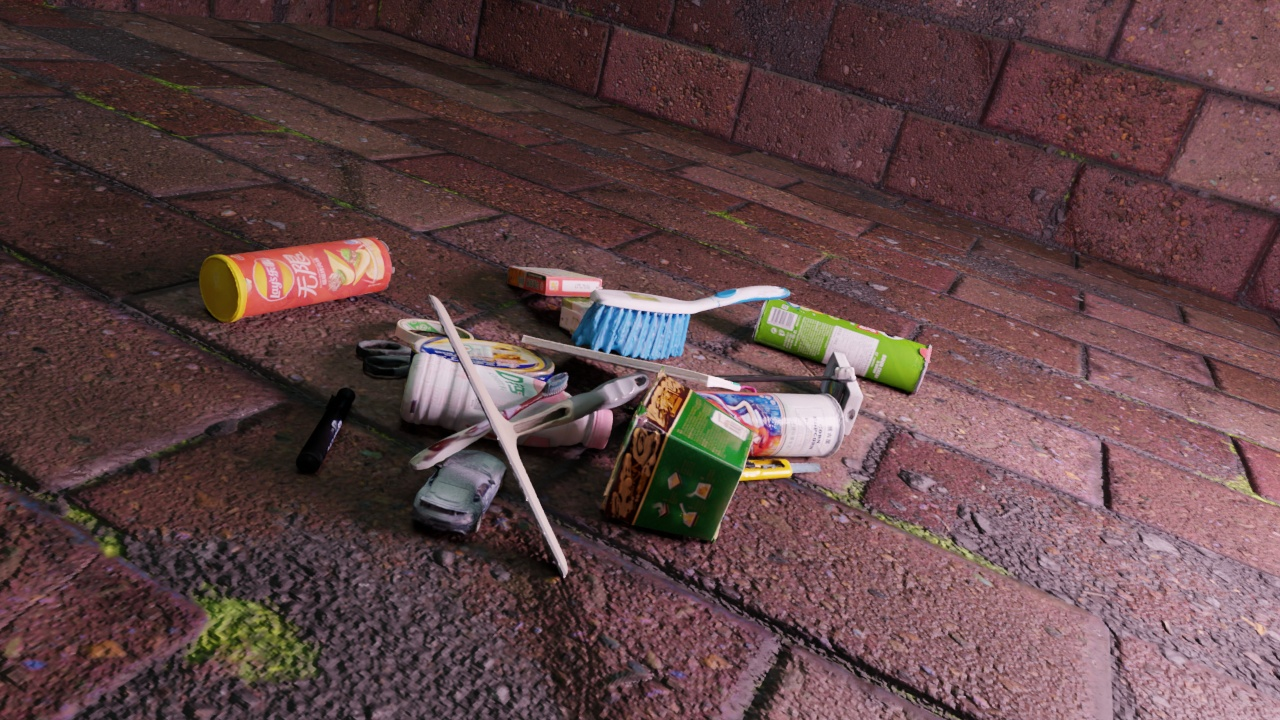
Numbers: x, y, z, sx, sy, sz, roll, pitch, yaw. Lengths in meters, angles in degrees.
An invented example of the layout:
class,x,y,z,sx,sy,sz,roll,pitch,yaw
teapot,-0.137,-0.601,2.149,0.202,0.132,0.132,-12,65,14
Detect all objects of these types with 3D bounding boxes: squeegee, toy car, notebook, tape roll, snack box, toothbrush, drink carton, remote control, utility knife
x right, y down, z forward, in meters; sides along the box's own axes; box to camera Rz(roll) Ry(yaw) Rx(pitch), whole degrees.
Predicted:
class,x,y,z,sx,sy,sz,roll,pitch,yaw
squeegee,-0.066,0.044,0.826,0.246,0.039,0.246,-19,81,-58
toy car,-0.148,0.104,0.764,0.054,0.037,0.120,15,19,3
notebook,-0.006,0.006,1.001,0.209,0.012,0.150,12,-1,19
tape roll,-0.230,-0.028,1.029,0.086,0.014,0.085,14,13,-3
snack box,0.038,0.089,0.814,0.105,0.118,0.118,22,26,5
toothbrush,0.166,0.019,1.105,0.181,0.018,0.015,-2,26,16
drink carton,-0.040,-0.054,1.181,0.122,0.045,0.053,-3,19,-39
snack box,-0.117,-0.106,1.221,0.077,0.027,0.156,1,10,-26
remote control,0.245,0.038,1.129,0.019,0.056,0.135,13,23,-4
toothbrush,-0.127,0.050,0.805,0.016,0.017,0.187,39,42,20
utility knife,0.109,0.109,0.933,0.196,0.015,0.033,1,26,-29

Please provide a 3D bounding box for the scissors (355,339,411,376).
class,x,y,z,sx,sy,sz,roll,pitch,yaw
scissors,-0.216,0.005,0.987,0.173,0.014,0.140,18,21,1

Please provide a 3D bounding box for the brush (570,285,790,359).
class,x,y,z,sx,sy,sz,roll,pitch,yaw
brush,0.062,-0.056,1.173,0.313,0.109,0.060,4,17,-35

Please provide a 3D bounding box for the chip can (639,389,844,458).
class,x,y,z,sx,sy,sz,roll,pitch,yaw
chip can,0.104,0.066,0.954,0.214,0.071,0.071,3,25,-26

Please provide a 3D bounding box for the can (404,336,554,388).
class,x,y,z,sx,sy,sz,roll,pitch,yaw
can,-0.164,0.015,0.941,0.148,0.049,0.074,7,24,-18

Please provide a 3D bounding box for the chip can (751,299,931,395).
class,x,y,z,sx,sy,sz,roll,pitch,yaw
chip can,0.277,-0.023,1.271,0.236,0.072,0.072,18,23,10

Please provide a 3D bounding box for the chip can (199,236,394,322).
class,x,y,z,sx,sy,sz,roll,pitch,yaw
chip can,-0.383,-0.096,1.039,0.073,0.073,0.216,25,25,24

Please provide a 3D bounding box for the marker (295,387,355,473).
class,x,y,z,sx,sy,sz,roll,pitch,yaw
marker,-0.277,0.059,0.810,0.022,0.020,0.132,-4,24,-2

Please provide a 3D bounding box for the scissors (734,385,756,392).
class,x,y,z,sx,sy,sz,roll,pitch,yaw
scissors,0.141,0.067,1.053,0.124,0.017,0.133,15,27,1

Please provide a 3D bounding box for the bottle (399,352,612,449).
class,x,y,z,sx,sy,sz,roll,pitch,yaw
bottle,-0.126,0.046,0.877,0.197,0.068,0.068,14,22,-11

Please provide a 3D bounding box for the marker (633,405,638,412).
class,x,y,z,sx,sy,sz,roll,pitch,yaw
marker,0.054,0.063,1.004,0.124,0.015,0.018,8,32,-4
